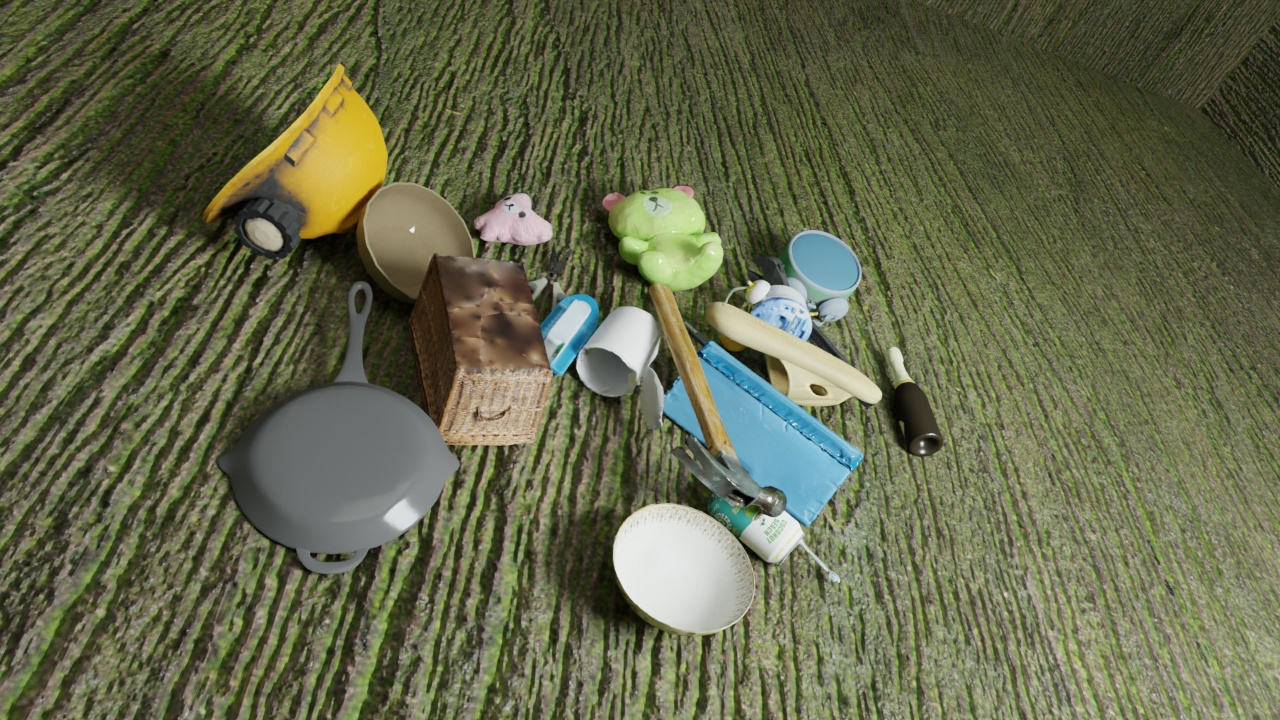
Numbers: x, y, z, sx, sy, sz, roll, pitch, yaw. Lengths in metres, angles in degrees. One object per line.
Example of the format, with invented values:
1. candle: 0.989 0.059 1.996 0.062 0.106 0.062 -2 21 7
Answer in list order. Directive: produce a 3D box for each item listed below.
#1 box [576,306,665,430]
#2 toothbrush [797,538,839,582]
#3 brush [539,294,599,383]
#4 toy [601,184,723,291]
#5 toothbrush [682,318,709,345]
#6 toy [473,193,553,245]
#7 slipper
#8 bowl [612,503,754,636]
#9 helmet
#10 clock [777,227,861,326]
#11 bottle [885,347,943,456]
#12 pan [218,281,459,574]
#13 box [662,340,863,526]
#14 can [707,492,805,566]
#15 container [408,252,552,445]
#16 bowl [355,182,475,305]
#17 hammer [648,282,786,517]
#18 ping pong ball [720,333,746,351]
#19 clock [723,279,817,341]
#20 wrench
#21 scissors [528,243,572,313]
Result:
1. box: -0.005 0.007 1.075 0.136 0.084 0.146 23 40 12
2. toothbrush: 0.154 0.180 1.028 0.185 0.022 0.024 45 14 22
3. brush: -0.085 -0.040 1.089 0.055 0.076 0.135 36 44 -3
4. toy: 0.034 -0.171 1.293 0.150 0.107 0.196 -10 38 -5
5. toothbrush: 0.110 -0.002 1.211 0.012 0.013 0.167 -24 57 -43
6. toy: -0.175 -0.185 1.230 0.095 0.053 0.099 -18 52 -25
7. slipper: 0.186 0.007 1.187 0.261 0.079 0.111 26 15 -17
8. bowl: 0.033 0.215 0.891 0.145 0.063 0.145 14 41 -13
9. helmet: -0.375 -0.216 1.072 0.131 0.206 0.254 41 40 -23
10. clock: 0.259 -0.115 1.371 0.122 0.076 0.161 22 52 -6
11. bottle: 0.369 0.049 1.264 0.045 0.045 0.184 13 41 -15
12. pan: -0.288 0.043 0.904 0.216 0.024 0.353 2 49 -12
13. box: 0.142 0.091 1.112 0.231 0.094 0.112 38 86 12
14. can: 0.124 0.172 0.993 0.101 0.055 0.054 39 41 15
15. container: -0.174 -0.014 0.994 0.113 0.113 0.198 2 47 -27
16. bowl: -0.273 -0.131 1.090 0.152 0.051 0.152 22 57 -40
17. hammer: 0.060 0.025 1.026 0.132 0.033 0.330 25 31 -35
18. ping pong ball: 0.127 -0.032 1.228 0.040 0.040 0.040 15 41 -13
19. clock: 0.174 -0.062 1.250 0.125 0.089 0.051 21 34 -9
20. wrench: 0.240 -0.043 1.290 0.018 0.073 0.273 -19 63 -41
21. scissors: -0.111 -0.096 1.195 0.150 0.013 0.164 44 43 19
